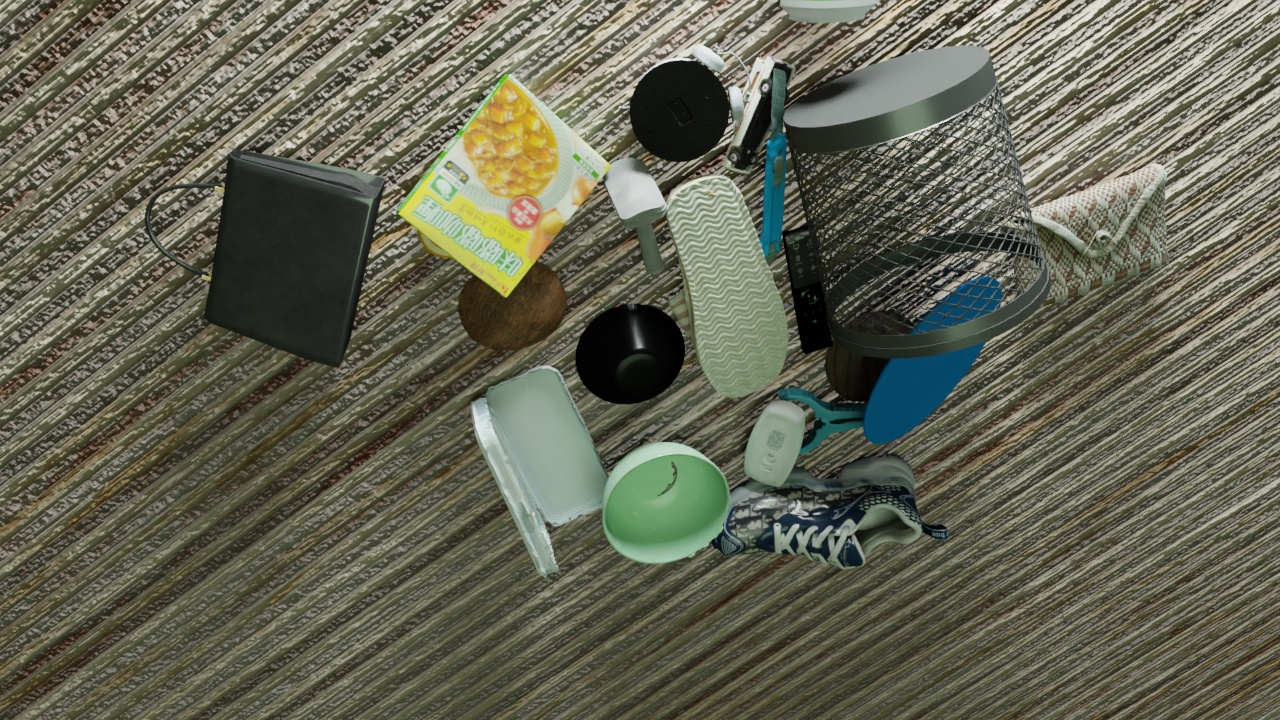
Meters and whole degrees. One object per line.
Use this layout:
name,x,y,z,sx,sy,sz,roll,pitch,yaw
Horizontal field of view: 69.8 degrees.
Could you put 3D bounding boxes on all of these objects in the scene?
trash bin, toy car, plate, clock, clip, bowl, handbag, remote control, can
trash bin,0.260,-0.156,0.886,0.218,0.217,0.227,-23,115,0
toy car,0.111,-0.243,0.905,0.039,0.039,0.113,1,121,-45
plate,0.321,-0.002,1.030,0.223,0.024,0.225,-30,143,-26
clock,0.047,-0.247,0.879,0.123,0.035,0.094,-30,111,14
clip,0.205,0.060,1.078,0.122,0.033,0.120,-37,108,20
bowl,-0.132,-0.052,0.956,0.114,0.026,0.102,-20,119,-1
handbag,0.510,-0.136,1.038,0.186,0.047,0.124,-20,120,-1
bowl,-0.006,0.006,0.997,0.124,0.052,0.124,-5,117,-10
remote control,0.157,0.096,1.073,0.060,0.028,0.114,20,126,13
remote control,0.187,-0.077,1.018,0.034,0.013,0.150,-17,119,-3
bowl,0.022,0.153,1.063,0.150,0.077,0.151,-6,118,-11
handbag,-0.360,-0.107,0.862,0.195,0.072,0.176,14,113,-14
can,0.171,-0.380,0.819,0.087,0.087,0.140,-7,118,-9
bowl,0.277,0.003,1.067,0.119,0.032,0.119,-5,117,-10

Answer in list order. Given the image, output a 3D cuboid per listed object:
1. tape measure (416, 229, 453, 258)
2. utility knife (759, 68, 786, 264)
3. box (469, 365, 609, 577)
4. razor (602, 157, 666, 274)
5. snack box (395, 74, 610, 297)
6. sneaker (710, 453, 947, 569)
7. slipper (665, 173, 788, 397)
tape measure,-0.189,-0.131,0.902,0.059,0.030,0.068,-23,113,-1
utility knife,0.135,-0.190,0.928,0.031,0.015,0.221,-28,134,-26
box,-0.106,0.123,1.008,0.129,0.105,0.210,-26,119,-2
razor,0.003,-0.133,0.927,0.047,0.088,0.116,-20,138,-2
snack box,-0.129,-0.165,0.879,0.132,0.027,0.168,39,89,-26
sneaker,0.221,0.200,1.099,0.269,0.132,0.103,-11,120,-5
slipper,0.085,-0.077,0.976,0.115,0.052,0.263,-18,123,0
